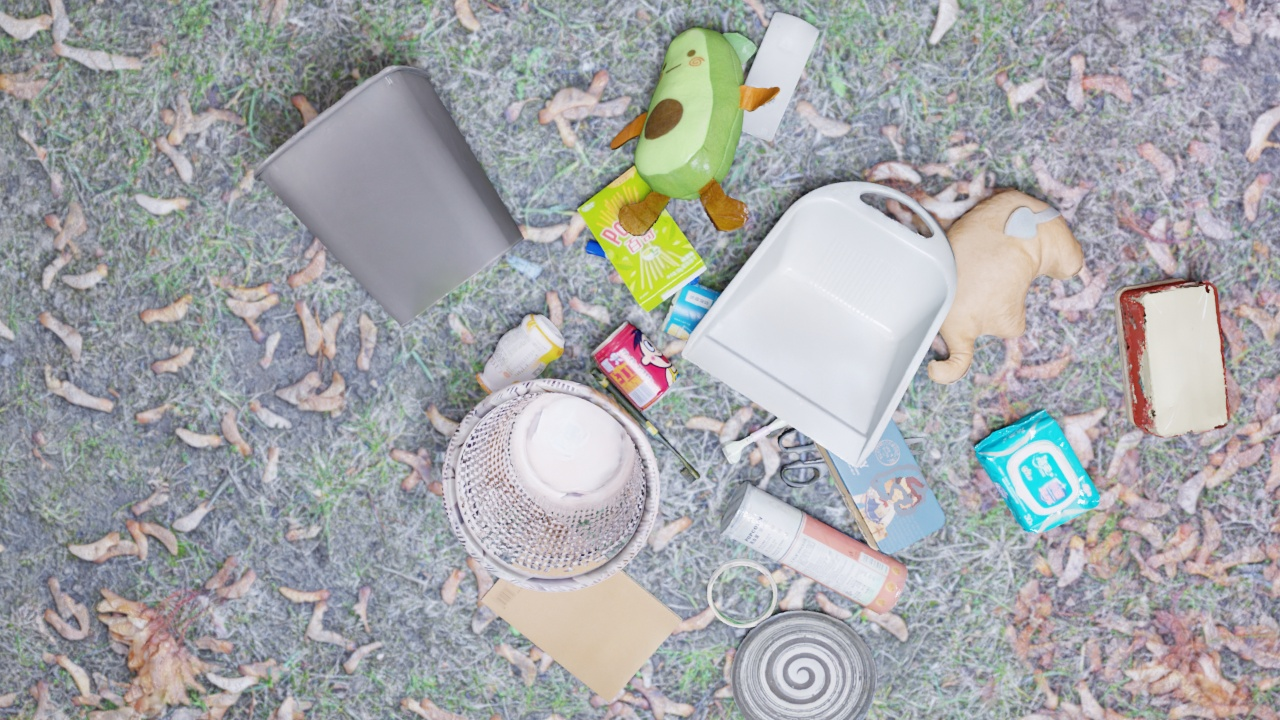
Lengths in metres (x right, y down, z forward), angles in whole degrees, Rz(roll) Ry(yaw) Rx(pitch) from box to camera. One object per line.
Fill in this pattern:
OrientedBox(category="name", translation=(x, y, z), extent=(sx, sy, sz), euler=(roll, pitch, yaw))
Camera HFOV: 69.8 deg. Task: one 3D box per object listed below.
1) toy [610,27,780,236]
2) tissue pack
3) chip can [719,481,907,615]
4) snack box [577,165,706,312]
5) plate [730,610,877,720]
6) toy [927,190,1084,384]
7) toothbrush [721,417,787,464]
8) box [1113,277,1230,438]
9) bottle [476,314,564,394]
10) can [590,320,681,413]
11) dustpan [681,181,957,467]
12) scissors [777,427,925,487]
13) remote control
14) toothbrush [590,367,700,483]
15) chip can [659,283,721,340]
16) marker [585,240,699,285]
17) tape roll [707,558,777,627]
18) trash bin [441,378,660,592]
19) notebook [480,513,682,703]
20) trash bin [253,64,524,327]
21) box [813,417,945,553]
OrientedBox(category="toy", translation=(0.054, -0.253, 0.994), extent=(0.227, 0.090, 0.246), euler=(-3, 72, 36))
OrientedBox(category="tissue pack", translation=(0.458, 0.128, 1.066), extent=(0.093, 0.050, 0.133), euler=(-33, 94, 9))
OrientedBox(category="chip can", translation=(0.205, 0.223, 1.088), extent=(0.215, 0.071, 0.071), euler=(28, 99, 0))
OrientedBox(category="snack box", translation=(0.000, -0.138, 1.034), extent=(0.086, 0.026, 0.156), euler=(-35, 63, 7))
OrientedBox(category="plate", translation=(0.202, 0.392, 1.138), extent=(0.179, 0.024, 0.179), euler=(1, 98, 5))
OrientedBox(category="toy", translation=(0.379, -0.083, 1.026), extent=(0.143, 0.082, 0.226), euler=(41, 102, 11))
OrientedBox(category="toothbrush", translation=(0.183, 0.066, 1.093), extent=(0.190, 0.020, 0.029), euler=(-31, 63, 6))
OrientedBox(category="box", translation=(0.594, -0.002, 1.022), extent=(0.091, 0.080, 0.168), euler=(-10, 97, 4))
OrientedBox(category="bottle", translation=(-0.143, -0.004, 1.082), extent=(0.108, 0.063, 0.063), euler=(-40, 94, 8))
OrientedBox(category="can", translation=(-0.006, 0.006, 1.073), extent=(0.066, 0.066, 0.094), euler=(-43, 93, 8))
OrientedBox(category="dustpan", translation=(0.211, -0.065, 0.973), extent=(0.223, 0.256, 0.143), euler=(33, 139, 9))
OrientedBox(category="scissors", translation=(0.250, 0.118, 1.101), extent=(0.172, 0.014, 0.147), euler=(30, 98, -4))
OrientedBox(category="remote control", translation=(0.150, -0.320, 1.037), extent=(0.056, 0.019, 0.135), euler=(23, 99, 1))
OrientedBox(category="toothbrush", translation=(0.004, 0.079, 1.111), extent=(0.017, 0.012, 0.186), euler=(-43, 94, 19))
OrientedBox(category="chip can", translation=(0.132, -0.025, 1.057), extent=(0.210, 0.071, 0.071), euler=(22, 99, 1))
OrientedBox(category="marker", translation=(0.001, -0.112, 1.050), extent=(0.146, 0.016, 0.017), euler=(20, 100, 26))
OrientedBox(category="tape roll", translation=(0.125, 0.287, 1.132), extent=(0.086, 0.014, 0.086), euler=(1, 98, 4))
OrientedBox(category="trash bin", translation=(-0.087, 0.117, 1.030), extent=(0.227, 0.192, 0.227), euler=(1, 99, 4))
OrientedBox(category="notebook", translation=(-0.075, 0.313, 1.152), extent=(0.211, 0.012, 0.149), euler=(39, 100, -2))
OrientedBox(category="trash bin", translation=(-0.260, -0.173, 1.009), extent=(0.199, 0.198, 0.220), euler=(-33, 101, 9))
OrientedBox(category="box", translation=(0.268, 0.126, 1.058), extent=(0.090, 0.061, 0.184), euler=(-29, 88, -4))
